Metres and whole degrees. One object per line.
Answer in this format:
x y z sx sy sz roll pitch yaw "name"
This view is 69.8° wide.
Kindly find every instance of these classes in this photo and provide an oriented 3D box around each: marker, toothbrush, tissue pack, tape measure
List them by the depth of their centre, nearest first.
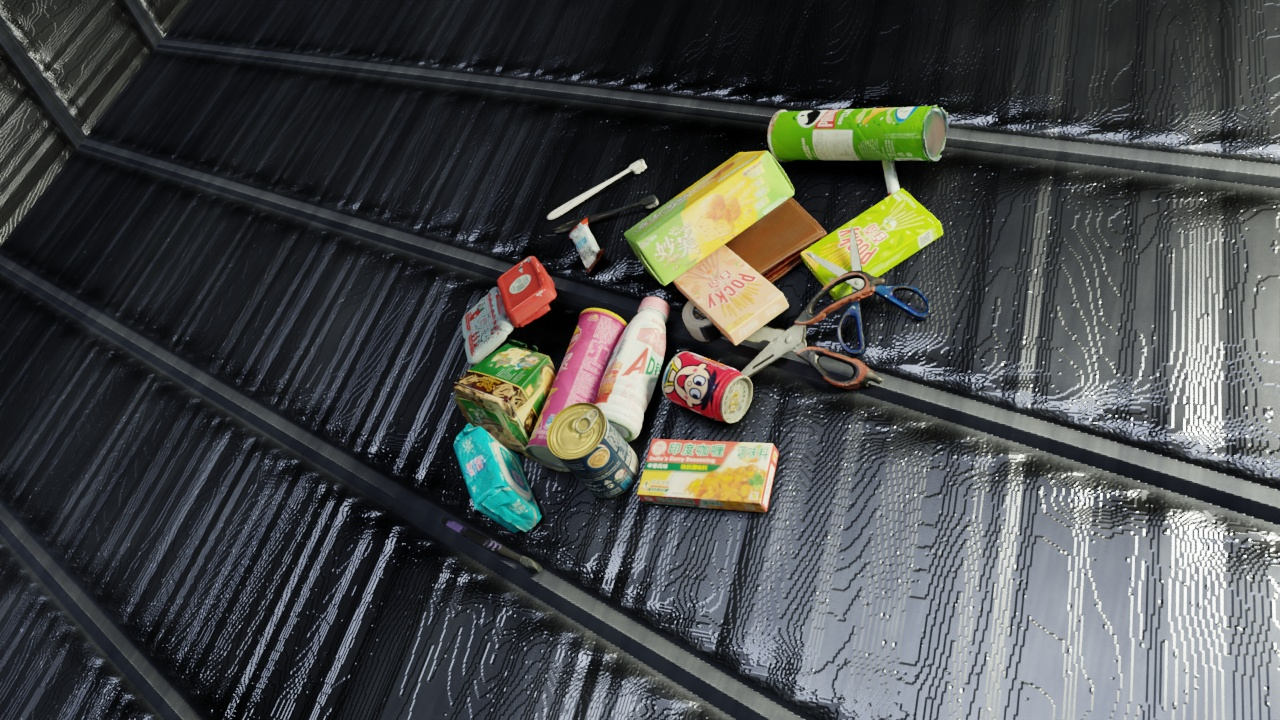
-0.191 0.229 1.153 0.189 0.017 0.014 16 66 38 "toothbrush"
-0.180 0.147 1.155 0.050 0.093 0.133 -36 48 6 "tissue pack"
0.089 -0.059 1.200 0.066 0.033 0.065 -30 46 2 "tape measure"
0.332 -0.268 1.232 0.017 0.017 0.145 -14 51 20 "marker"
-0.055 -0.222 1.412 0.181 0.018 0.015 -13 65 23 "toothbrush"
-0.070 -0.268 1.455 0.180 0.016 0.016 -28 46 11 "toothbrush"

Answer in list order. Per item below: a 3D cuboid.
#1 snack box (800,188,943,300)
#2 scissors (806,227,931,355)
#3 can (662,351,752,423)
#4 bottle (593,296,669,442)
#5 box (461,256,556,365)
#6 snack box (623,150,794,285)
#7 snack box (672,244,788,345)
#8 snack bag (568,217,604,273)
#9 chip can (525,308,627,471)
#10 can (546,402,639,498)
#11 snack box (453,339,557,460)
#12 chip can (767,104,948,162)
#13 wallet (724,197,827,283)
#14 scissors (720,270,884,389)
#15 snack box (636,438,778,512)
0.290 -0.147 1.159 0.156 0.026 0.085 -33 47 4 "snack box"
0.271 -0.083 1.109 0.174 0.012 0.162 15 76 23 "scissors"
0.082 0.033 1.113 0.094 0.066 0.066 22 69 38 "can"
-0.007 0.007 1.182 0.068 0.068 0.196 1 56 29 "bottle"
-0.196 -0.077 1.321 0.158 0.039 0.201 -35 24 1 "box"
0.086 -0.195 1.229 0.210 0.070 0.157 -35 14 1 "snack box"
0.110 -0.088 1.165 0.084 0.026 0.157 -36 41 -4 "snack box"
-0.081 -0.175 1.382 0.048 0.026 0.104 -50 45 19 "snack bag"
-0.081 0.036 1.197 0.071 0.071 0.210 4 59 31 "chip can"
-0.055 0.110 1.101 0.075 0.111 0.075 -13 52 18 "can"
-0.165 0.047 1.219 0.118 0.118 0.105 18 54 34 "snack box"
0.286 -0.301 1.227 0.236 0.072 0.072 12 63 42 "chip can"
0.178 -0.157 1.227 0.124 0.032 0.101 -34 44 2 "wallet"
0.200 -0.031 1.108 0.226 0.015 0.189 22 86 33 "scissors"
0.078 0.133 1.068 0.156 0.027 0.076 -1 55 28 "snack box"
